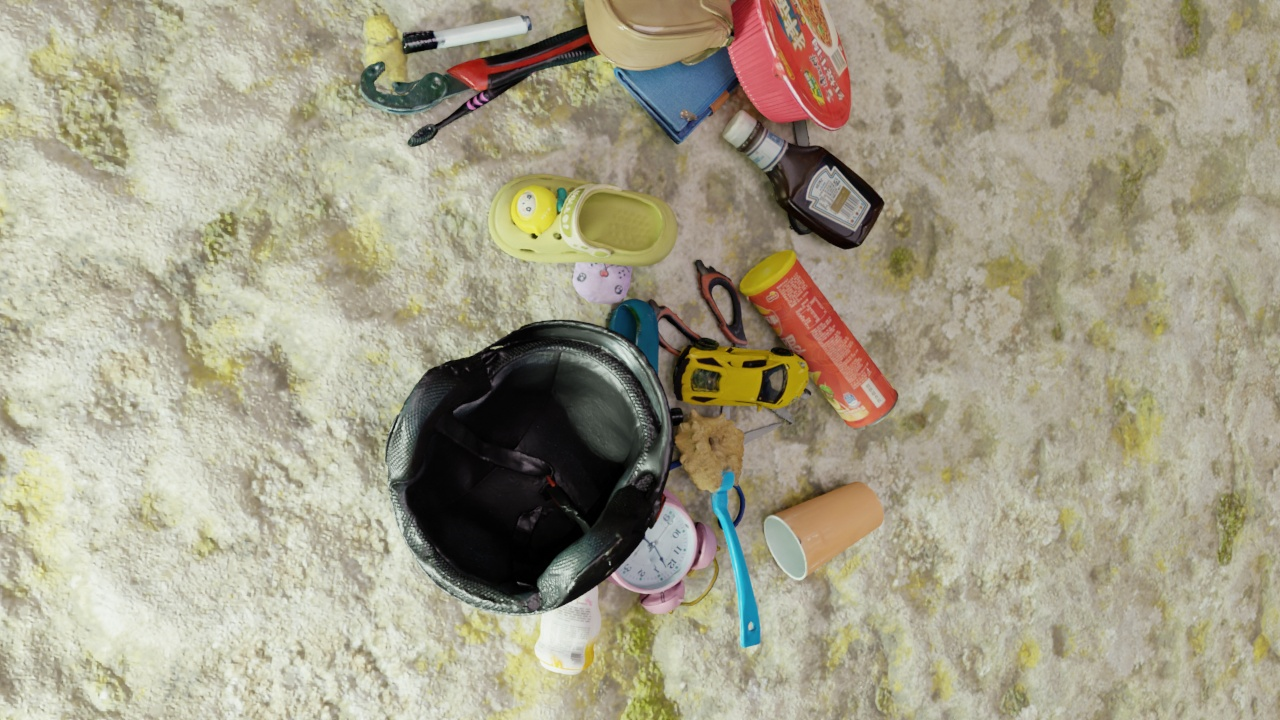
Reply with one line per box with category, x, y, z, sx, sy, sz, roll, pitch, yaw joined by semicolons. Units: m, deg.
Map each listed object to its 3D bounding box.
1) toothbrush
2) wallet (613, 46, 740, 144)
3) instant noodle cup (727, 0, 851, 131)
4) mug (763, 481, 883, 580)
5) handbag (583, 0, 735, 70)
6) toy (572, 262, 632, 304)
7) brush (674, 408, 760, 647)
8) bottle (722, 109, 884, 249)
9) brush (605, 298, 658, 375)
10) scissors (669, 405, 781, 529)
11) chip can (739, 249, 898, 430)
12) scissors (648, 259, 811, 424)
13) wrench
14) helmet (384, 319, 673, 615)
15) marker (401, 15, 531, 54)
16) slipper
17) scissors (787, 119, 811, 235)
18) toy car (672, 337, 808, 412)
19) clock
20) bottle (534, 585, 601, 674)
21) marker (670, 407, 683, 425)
toothbrush;-0.153;-0.266;0.917;0.189;0.018;0.014;-37;98;-15
wallet;0.050;-0.309;0.973;0.106;0.040;0.133;45;76;-11
instant noodle cup;0.150;-0.323;0.960;0.193;0.066;0.193;23;60;-46
mug;0.213;0.189;1.049;0.122;0.078;0.078;-22;101;-22
handbag;0.012;-0.387;0.915;0.147;0.100;0.204;-1;76;-14
toy;-0.029;-0.108;0.958;0.084;0.039;0.108;24;85;-4
brush;0.093;0.173;0.974;0.083;0.046;0.254;-2;75;-37
bottle;0.176;-0.203;1.009;0.195;0.044;0.079;34;80;-15
brush;-0.006;0.006;0.949;0.055;0.074;0.143;5;80;-21
scissors;0.089;0.110;1.030;0.172;0.012;0.162;-19;96;-19
chip can;0.203;-0.022;1.028;0.073;0.073;0.216;-44;106;-12
scissors;0.105;-0.017;1.024;0.195;0.015;0.215;-8;95;-18
wrench;-0.141;-0.294;0.913;0.273;0.016;0.056;-19;85;-16
helmet;-0.093;0.098;0.851;0.233;0.230;0.274;40;83;8
marker;-0.171;-0.324;0.906;0.130;0.018;0.022;-18;90;-17
slipper;-0.057;-0.144;0.903;0.190;0.082;0.091;8;79;2
scissors;0.196;-0.231;1.045;0.136;0.014;0.174;23;84;-18
toy car;0.110;0.018;0.993;0.155;0.041;0.071;5;115;-11
clock;0.018;0.204;0.987;0.158;0.060;0.117;42;80;-19
bottle;-0.071;0.268;0.959;0.063;0.063;0.108;13;90;-20
marker;-0.017;0.064;0.986;0.132;0.020;0.022;-3;130;-18
